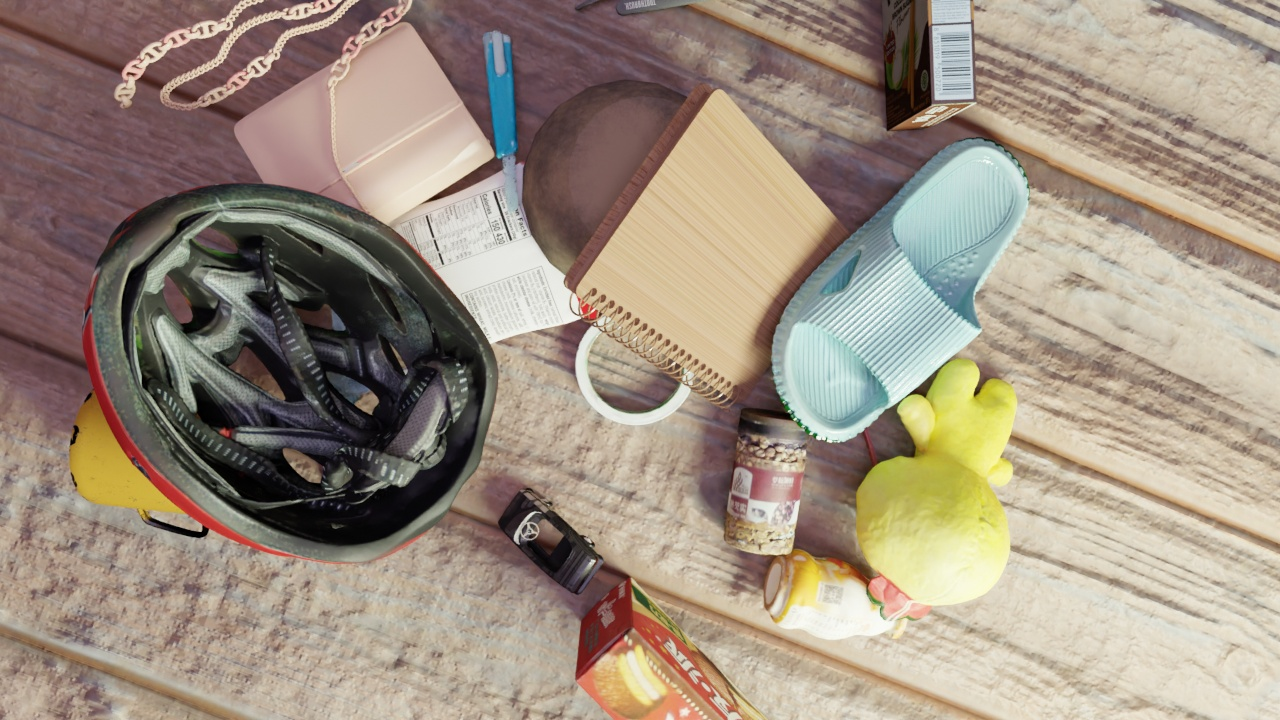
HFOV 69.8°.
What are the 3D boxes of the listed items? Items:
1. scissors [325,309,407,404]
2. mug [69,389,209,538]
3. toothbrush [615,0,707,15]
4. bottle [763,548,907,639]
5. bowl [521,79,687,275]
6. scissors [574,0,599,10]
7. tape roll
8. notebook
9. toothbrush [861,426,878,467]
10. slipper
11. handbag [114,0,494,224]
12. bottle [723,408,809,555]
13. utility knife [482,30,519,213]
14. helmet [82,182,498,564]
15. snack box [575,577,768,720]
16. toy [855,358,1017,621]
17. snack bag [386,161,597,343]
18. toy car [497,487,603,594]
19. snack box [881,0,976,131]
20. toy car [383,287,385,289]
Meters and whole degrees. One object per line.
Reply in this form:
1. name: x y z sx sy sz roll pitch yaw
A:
1. scissors: -0.207 0.031 0.720 0.175 0.013 0.170 -8 95 8
2. mug: -0.354 0.075 0.685 0.094 0.100 0.124 7 108 0
3. toothbrush: 0.063 -0.286 0.710 0.167 0.013 0.013 -9 95 1
4. bottle: 0.155 0.189 0.725 0.109 0.063 0.063 15 94 -6
5. bowl: -0.003 -0.127 0.673 0.162 0.070 0.162 -1 92 -15
6. scissors: 0.024 -0.314 0.706 0.160 0.014 0.120 9 82 7
7. tape roll: -0.004 0.004 0.727 0.094 0.018 0.094 0 94 -1
8. notebook: 0.056 -0.066 0.655 0.210 0.022 0.169 32 94 -46
9. toothbrush: 0.198 0.112 0.744 0.015 0.015 0.184 -16 94 -4
10. slipper: 0.203 -0.061 0.686 0.116 0.069 0.276 42 82 -2
11. handbag: -0.213 -0.162 0.621 0.198 0.187 0.116 -32 77 -3
12. bottle: 0.099 0.094 0.718 0.056 0.056 0.105 7 94 -2
13. utility knife: -0.105 -0.181 0.691 0.022 0.015 0.148 -4 77 -5
14. helmet: -0.226 0.010 0.602 0.272 0.167 0.216 47 60 -27
15. snack box: 0.051 0.283 0.703 0.060 0.113 0.236 -44 94 2
16. toy: 0.236 0.101 0.705 0.133 0.092 0.207 26 68 -16
17. snack bag: -0.122 -0.072 0.706 0.144 0.039 0.131 -19 97 6
18. toy car: -0.072 0.140 0.713 0.092 0.037 0.040 37 94 29
19. snack box: 0.207 -0.271 0.670 0.031 0.101 0.186 -4 95 -2
20. toy car: -0.207 -0.041 0.689 0.092 0.061 0.033 34 120 17
